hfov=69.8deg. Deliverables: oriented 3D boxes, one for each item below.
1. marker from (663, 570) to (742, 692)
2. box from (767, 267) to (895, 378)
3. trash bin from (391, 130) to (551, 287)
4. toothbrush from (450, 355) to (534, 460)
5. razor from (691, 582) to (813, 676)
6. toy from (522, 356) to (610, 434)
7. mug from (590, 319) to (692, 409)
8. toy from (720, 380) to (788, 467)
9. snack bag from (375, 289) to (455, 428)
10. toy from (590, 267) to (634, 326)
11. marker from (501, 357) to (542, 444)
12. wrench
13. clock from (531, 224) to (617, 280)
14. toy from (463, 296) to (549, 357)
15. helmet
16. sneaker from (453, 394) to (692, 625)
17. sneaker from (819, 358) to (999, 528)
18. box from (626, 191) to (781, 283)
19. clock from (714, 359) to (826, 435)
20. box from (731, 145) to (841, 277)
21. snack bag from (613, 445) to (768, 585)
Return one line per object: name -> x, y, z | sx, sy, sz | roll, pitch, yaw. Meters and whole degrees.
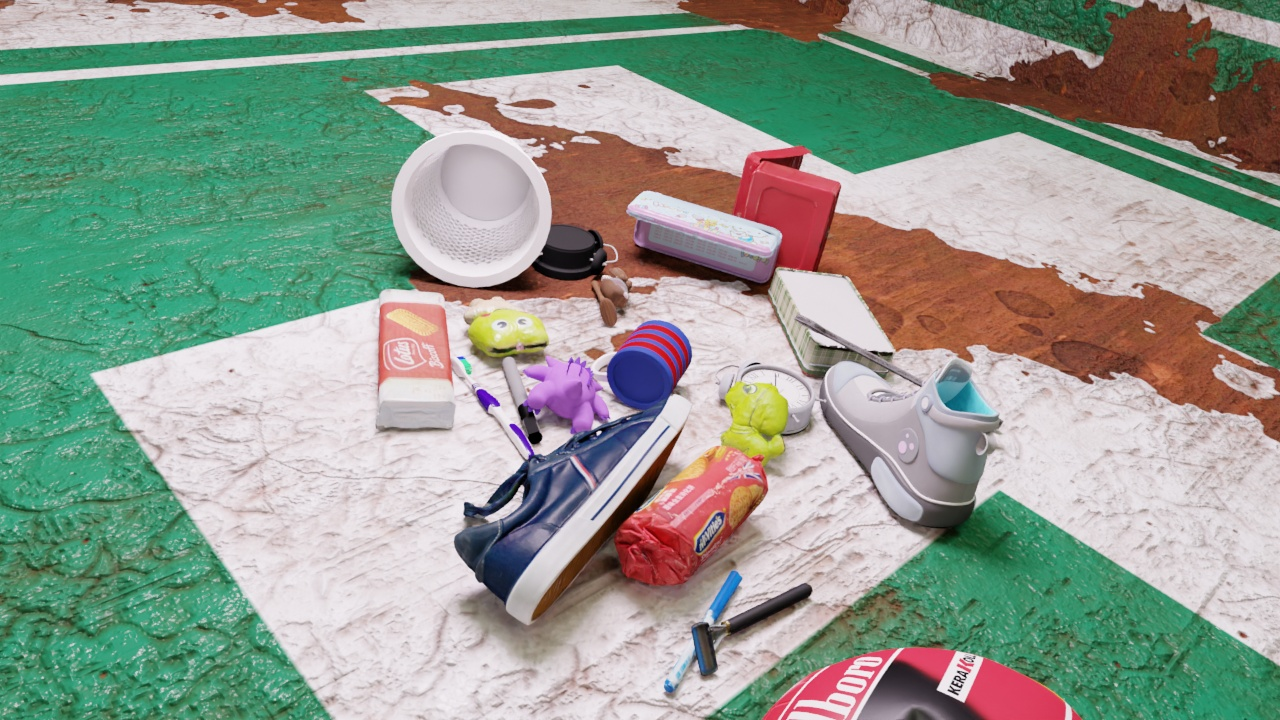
marker -> 0.053, 0.221, 0.755 | 0.013, 0.013, 0.141 | 22, 35, 18
box -> 0.244, -0.050, 1.197 | 0.117, 0.050, 0.205 | 6, 33, -14
trash bin -> -0.215, -0.223, 1.223 | 0.195, 0.196, 0.199 | 6, 23, -7
toothbrush -> -0.156, 0.046, 0.963 | 0.016, 0.015, 0.186 | -9, 38, -36
razor -> 0.093, 0.216, 0.768 | 0.144, 0.043, 0.022 | -14, 5, -41
toy -> -0.074, 0.029, 0.973 | 0.106, 0.056, 0.088 | 30, 21, -9
mug -> -0.006, 0.006, 1.026 | 0.112, 0.075, 0.076 | -5, 25, 26
toy -> 0.120, 0.065, 0.966 | 0.094, 0.036, 0.093 | 36, 76, 31
snack bag -> -0.247, -0.007, 0.997 | 0.077, 0.041, 0.225 | 2, 32, -17
toy -> -0.034, -0.086, 1.180 | 0.055, 0.042, 0.101 | -19, 29, -4
marker -> -0.128, 0.040, 0.980 | 0.016, 0.016, 0.140 | -3, 35, -20
wrench -> 0.301, 0.013, 1.069 | 0.273, 0.010, 0.070 | 28, 3, 2
clock -> -0.091, -0.150, 1.258 | 0.120, 0.043, 0.091 | 3, 33, -12
toy -> -0.162, -0.043, 1.073 | 0.092, 0.043, 0.118 | -9, 36, -26
helmet -> 0.153, 0.286, 0.513 | 0.225, 0.198, 0.270 | 28, 45, 24
sneaker -> -0.060, 0.102, 0.824 | 0.127, 0.121, 0.293 | 35, 41, 13
sneaker -> 0.280, 0.041, 0.962 | 0.093, 0.161, 0.256 | -1, 36, -18
box -> 0.085, -0.168, 1.285 | 0.214, 0.090, 0.092 | 19, 27, 12
clock -> 0.141, 0.037, 1.042 | 0.123, 0.035, 0.094 | 31, 38, 27
box -> 0.214, -0.206, 1.330 | 0.151, 0.158, 0.165 | -13, 41, -28
snack bag -> 0.048, 0.141, 0.822 | 0.082, 0.082, 0.175 | 28, 37, 25
